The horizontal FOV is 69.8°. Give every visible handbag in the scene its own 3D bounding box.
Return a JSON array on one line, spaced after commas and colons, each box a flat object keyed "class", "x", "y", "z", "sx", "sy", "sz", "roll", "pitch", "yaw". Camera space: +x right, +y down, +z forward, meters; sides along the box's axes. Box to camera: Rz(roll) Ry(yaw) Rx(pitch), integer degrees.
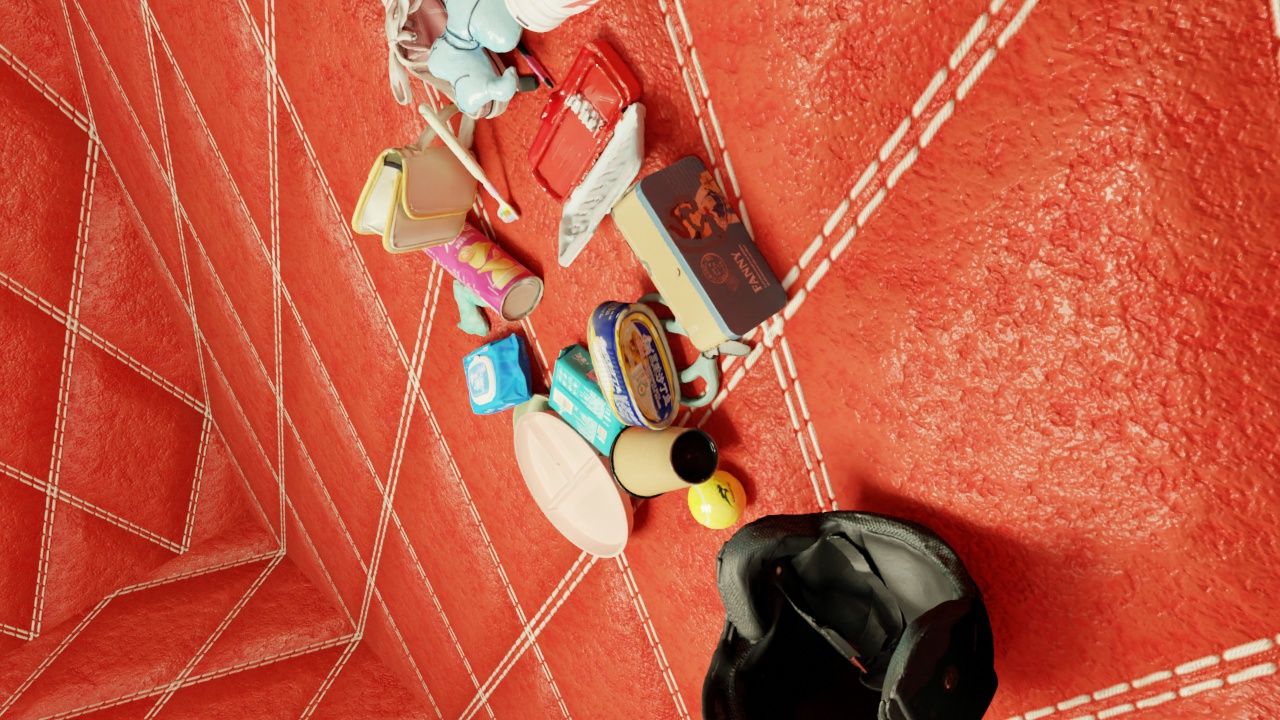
[{"class": "handbag", "x": -0.242, "y": -0.217, "z": 1.070, "sx": 0.063, "sy": 0.163, "sz": 0.179, "roll": 31, "pitch": 112, "yaw": 12}]

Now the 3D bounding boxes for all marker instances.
[{"class": "marker", "x": -0.153, "y": -0.303, "z": 1.016, "sx": 0.124, "sy": 0.015, "sz": 0.018, "roll": 12, "pitch": 122, "yaw": 44}]

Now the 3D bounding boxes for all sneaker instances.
[{"class": "sneaker", "x": -0.238, "y": -0.356, "z": 1.002, "sx": 0.241, "sy": 0.087, "sz": 0.119, "roll": 54, "pitch": 142, "yaw": 14}]

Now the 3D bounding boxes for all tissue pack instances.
[{"class": "tissue pack", "x": -0.202, "y": 0.022, "z": 1.287, "sx": 0.157, "sy": 0.052, "sz": 0.095, "roll": -20, "pitch": 80, "yaw": 56}, {"class": "tissue pack", "x": -0.055, "y": 0.051, "z": 1.144, "sx": 0.133, "sy": 0.050, "sz": 0.093, "roll": 40, "pitch": 141, "yaw": 24}]

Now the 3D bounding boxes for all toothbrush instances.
[{"class": "toothbrush", "x": -0.196, "y": -0.224, "z": 1.055, "sx": 0.029, "sy": 0.020, "sz": 0.189, "roll": 6, "pitch": 151, "yaw": 31}, {"class": "toothbrush", "x": -0.146, "y": -0.359, "z": 0.962, "sx": 0.189, "sy": 0.014, "sz": 0.018, "roll": 53, "pitch": 134, "yaw": 6}]

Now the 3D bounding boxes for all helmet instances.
[{"class": "helmet", "x": 0.189, "y": 0.272, "z": 0.822, "sx": 0.230, "sy": 0.274, "sz": 0.234, "roll": 47, "pitch": 168, "yaw": -35}]

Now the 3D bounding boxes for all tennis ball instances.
[{"class": "tennis ball", "x": 0.086, "y": 0.157, "z": 1.035, "sx": 0.065, "sy": 0.065, "sz": 0.066, "roll": 32, "pitch": 139, "yaw": 33}]

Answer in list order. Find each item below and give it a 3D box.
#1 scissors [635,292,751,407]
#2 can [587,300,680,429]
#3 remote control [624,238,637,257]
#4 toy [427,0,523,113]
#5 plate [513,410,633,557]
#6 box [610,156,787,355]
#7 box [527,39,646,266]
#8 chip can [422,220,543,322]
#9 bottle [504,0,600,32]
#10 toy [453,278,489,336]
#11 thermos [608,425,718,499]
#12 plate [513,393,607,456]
[{"class": "scissors", "x": 0.060, "y": -0.001, "z": 0.984, "sx": 0.177, "sy": 0.019, "sz": 0.172, "roll": 15, "pitch": 127, "yaw": 45}, {"class": "can", "x": -0.006, "y": 0.006, "z": 0.991, "sx": 0.049, "sy": 0.074, "sz": 0.148, "roll": 8, "pitch": 123, "yaw": 47}, {"class": "remote control", "x": 0.023, "y": -0.106, "z": 0.940, "sx": 0.136, "sy": 0.024, "sz": 0.053, "roll": 45, "pitch": 145, "yaw": 19}, {"class": "toy", "x": -0.160, "y": -0.344, "z": 0.923, "sx": 0.156, "sy": 0.049, "sz": 0.161, "roll": -39, "pitch": 83, "yaw": 19}, {"class": "plate", "x": -0.091, "y": 0.166, "z": 1.254, "sx": 0.229, "sy": 0.028, "sz": 0.230, "roll": 31, "pitch": 137, "yaw": 34}, {"class": "box", "x": 0.057, "y": -0.092, "z": 0.851, "sx": 0.184, "sy": 0.089, "sz": 0.063, "roll": 55, "pitch": 146, "yaw": 0}, {"class": "box", "x": -0.053, "y": -0.203, "z": 0.926, "sx": 0.202, "sy": 0.063, "sz": 0.160, "roll": -44, "pitch": 61, "yaw": 56}, {"class": "chip can", "x": -0.219, "y": -0.134, "z": 1.187, "sx": 0.210, "sy": 0.071, "sz": 0.072, "roll": 38, "pitch": 142, "yaw": 26}, {"class": "bottle", "x": -0.042, "y": -0.347, "z": 0.793, "sx": 0.197, "sy": 0.068, "sz": 0.068, "roll": -4, "pitch": 113, "yaw": 50}, {"class": "toy", "x": -0.237, "y": -0.074, "z": 1.297, "sx": 0.097, "sy": 0.030, "sz": 0.092, "roll": 15, "pitch": 131, "yaw": 38}, {"class": "thermos", "x": 0.027, "y": 0.110, "z": 1.038, "sx": 0.093, "sy": 0.092, "sz": 0.143, "roll": 61, "pitch": 154, "yaw": -6}, {"class": "plate", "x": -0.100, "y": 0.145, "z": 1.300, "sx": 0.230, "sy": 0.027, "sz": 0.231, "roll": 32, "pitch": 140, "yaw": 32}]
